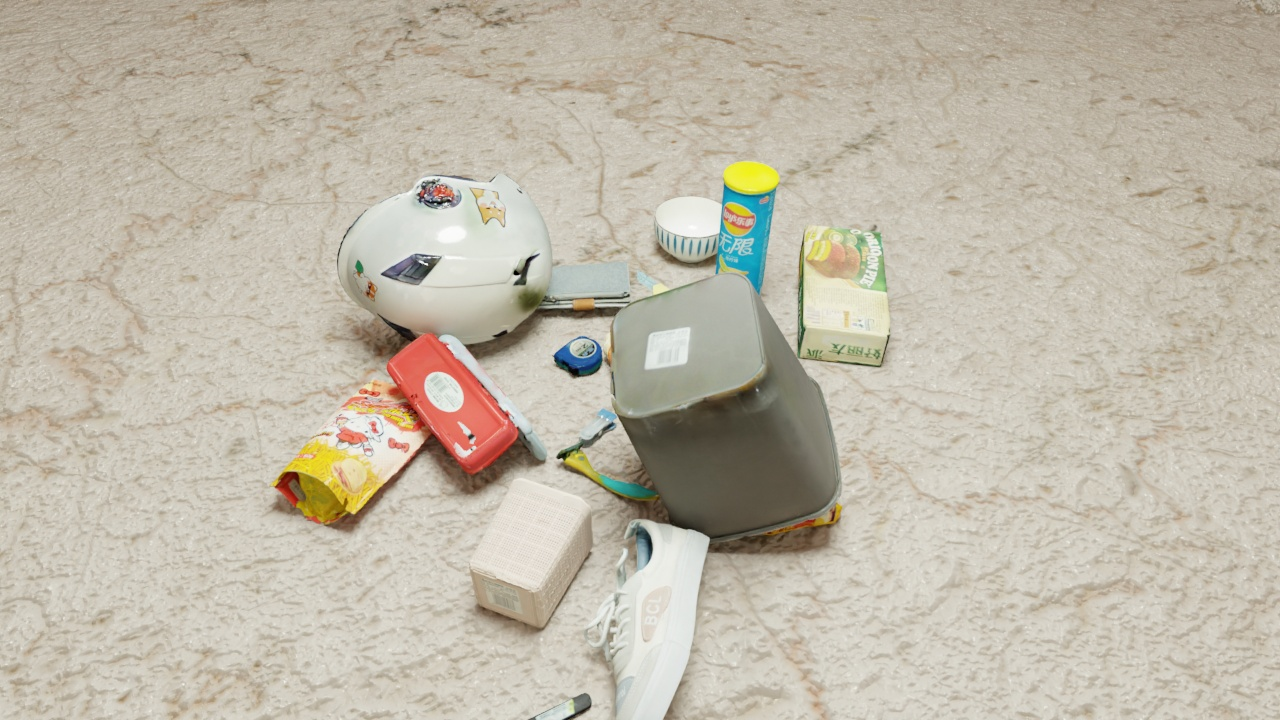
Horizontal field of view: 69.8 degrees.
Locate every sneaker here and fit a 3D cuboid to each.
[{"bbox_3d":[0.000,0.245,0.869,0.091,0.090,0.241,21,40,-2],"label":"sneaker"}]

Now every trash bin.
[{"bbox_3d":[0.079,0.047,0.951,0.199,0.220,0.198,-17,48,16],"label":"trash bin"}]

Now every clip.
[{"bbox_3d":[-0.053,0.083,1.106,0.026,0.037,0.057,28,46,23],"label":"clip"}]

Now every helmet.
[{"bbox_3d":[-0.224,-0.107,1.165,0.273,0.231,0.157,-16,51,-36],"label":"helmet"}]

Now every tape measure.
[{"bbox_3d":[-0.077,-0.005,1.194,0.054,0.025,0.058,33,54,27],"label":"tape measure"}]

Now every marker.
[{"bbox_3d":[-0.099,0.334,0.830,0.124,0.015,0.018,-19,47,-26],"label":"marker"}]

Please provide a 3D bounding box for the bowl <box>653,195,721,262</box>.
[{"bbox_3d":[0.077,-0.189,1.372,0.116,0.066,0.116,1,41,-1],"label":"bowl"}]

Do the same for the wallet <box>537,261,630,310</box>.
[{"bbox_3d":[-0.079,-0.101,1.291,0.130,0.037,0.106,-3,34,-1],"label":"wallet"}]

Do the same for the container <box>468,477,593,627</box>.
[{"bbox_3d":[-0.111,0.196,0.927,0.090,0.090,0.110,16,47,15],"label":"container"}]

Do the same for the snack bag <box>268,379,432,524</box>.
[{"bbox_3d":[-0.318,0.096,1.057,0.129,0.073,0.207,14,36,14],"label":"snack bag"}]

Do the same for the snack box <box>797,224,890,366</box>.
[{"bbox_3d":[0.280,-0.096,1.279,0.114,0.063,0.239,6,42,4],"label":"snack box"}]

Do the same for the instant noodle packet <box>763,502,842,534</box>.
[{"bbox_3d":[0.157,0.134,1.037,0.110,0.044,0.128,-6,42,-15],"label":"instant noodle packet"}]

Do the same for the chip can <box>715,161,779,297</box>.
[{"bbox_3d":[0.137,-0.158,1.232,0.071,0.211,0.071,1,43,-1],"label":"chip can"}]

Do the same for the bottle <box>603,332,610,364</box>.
[{"bbox_3d":[-0.007,0.007,1.162,0.066,0.067,0.149,-18,38,-21],"label":"bottle"}]

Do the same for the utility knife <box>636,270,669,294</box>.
[{"bbox_3d":[0.067,-0.067,1.237,0.182,0.019,0.030,39,50,3],"label":"utility knife"}]

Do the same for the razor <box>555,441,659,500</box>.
[{"bbox_3d":[-0.034,0.132,1.042,0.133,0.028,0.043,24,19,27],"label":"razor"}]

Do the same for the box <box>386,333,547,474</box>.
[{"bbox_3d":[-0.206,0.059,1.085,0.094,0.100,0.201,-40,55,-10],"label":"box"}]
